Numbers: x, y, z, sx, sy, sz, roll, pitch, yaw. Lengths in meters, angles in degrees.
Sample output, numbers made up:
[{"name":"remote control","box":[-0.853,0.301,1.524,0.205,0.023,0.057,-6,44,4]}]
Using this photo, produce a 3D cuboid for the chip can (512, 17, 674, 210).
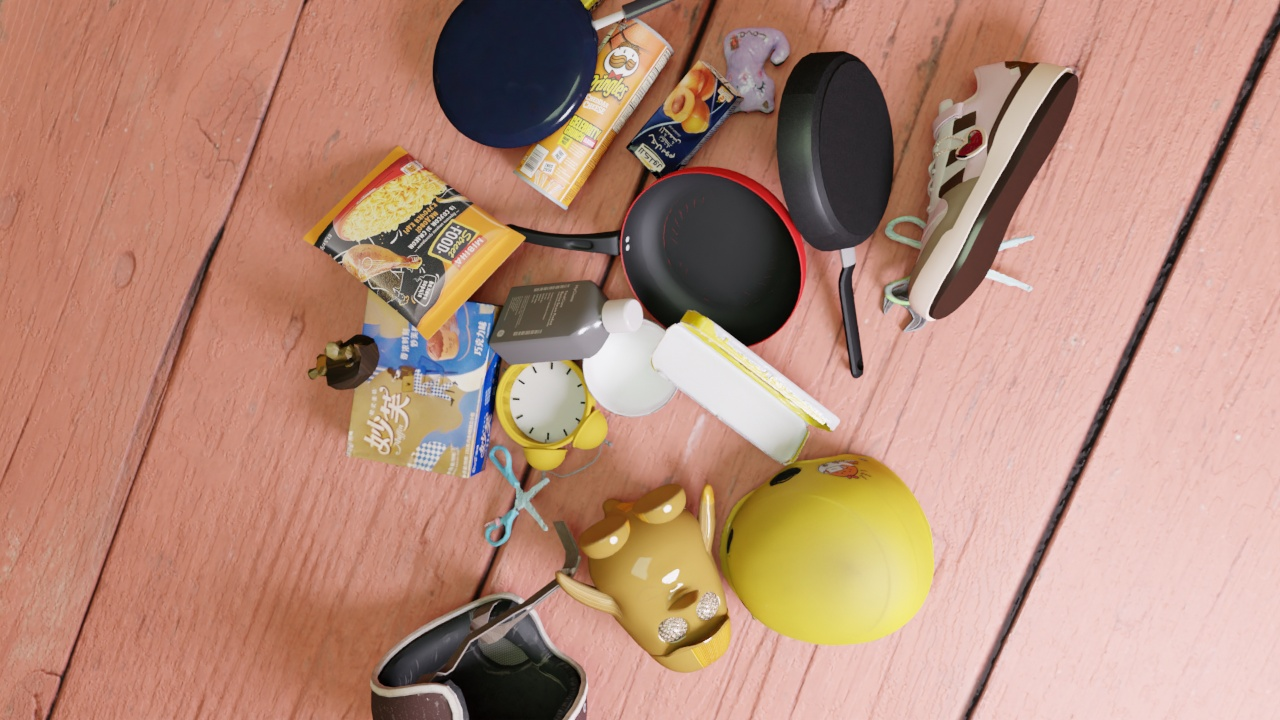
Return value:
[{"name":"chip can","box":[-0.054,-0.282,1.044,0.075,0.075,0.215,36,96,5]}]

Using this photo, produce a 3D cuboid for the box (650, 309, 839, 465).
[{"name":"box","box":[0.119,0.028,0.997,0.209,0.080,0.079,37,70,-14]}]

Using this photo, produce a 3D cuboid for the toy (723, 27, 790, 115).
[{"name":"toy","box":[0.129,-0.328,1.037,0.080,0.036,0.099,0,90,10]}]

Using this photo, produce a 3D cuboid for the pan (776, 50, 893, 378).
[{"name":"pan","box":[0.222,-0.146,0.975,0.044,0.203,0.356,3,114,38]}]

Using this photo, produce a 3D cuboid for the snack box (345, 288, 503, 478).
[{"name":"snack box","box":[-0.251,0.023,1.083,0.155,0.069,0.203,10,93,9]}]

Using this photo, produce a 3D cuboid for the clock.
[{"name":"clock","box":[-0.103,0.060,1.075,0.113,0.052,0.152,-28,83,8]}]

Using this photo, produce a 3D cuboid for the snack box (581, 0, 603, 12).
[{"name":"snack box","box":[-0.137,-0.454,1.066,0.121,0.045,0.181,-42,86,7]}]

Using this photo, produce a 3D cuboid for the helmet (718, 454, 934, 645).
[{"name":"helmet","box":[0.200,0.216,0.991,0.240,0.139,0.209,-16,89,8]}]

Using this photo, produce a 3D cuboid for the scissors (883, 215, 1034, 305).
[{"name":"scissors","box":[0.348,-0.103,1.016,0.170,0.028,0.139,20,91,10]}]

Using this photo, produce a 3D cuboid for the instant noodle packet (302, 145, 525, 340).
[{"name":"instant noodle packet","box":[-0.264,-0.142,1.061,0.221,0.032,0.159,37,77,21]}]

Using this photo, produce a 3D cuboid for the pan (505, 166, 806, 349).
[{"name":"pan","box":[0.012,-0.125,1.022,0.357,0.067,0.209,14,126,22]}]

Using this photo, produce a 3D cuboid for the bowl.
[{"name":"bowl","box":[-0.006,0.006,1.052,0.113,0.063,0.113,0,92,7]}]

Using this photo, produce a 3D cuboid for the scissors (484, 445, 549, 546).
[{"name":"scissors","box":[-0.153,0.158,1.084,0.135,0.015,0.135,-39,65,29]}]

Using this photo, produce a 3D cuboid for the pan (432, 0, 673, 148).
[{"name":"pan","box":[-0.071,-0.360,1.006,0.357,0.021,0.198,-18,81,14]}]

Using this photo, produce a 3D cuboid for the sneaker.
[{"name":"sneaker","box":[0.337,-0.189,0.972,0.116,0.111,0.294,28,93,31]}]

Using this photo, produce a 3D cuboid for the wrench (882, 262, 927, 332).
[{"name":"wrench","box":[0.347,-0.159,1.025,0.070,0.010,0.273,26,95,7]}]

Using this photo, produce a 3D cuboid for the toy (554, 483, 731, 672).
[{"name":"toy","box":[0.029,0.253,1.014,0.198,0.162,0.203,-29,99,-10]}]

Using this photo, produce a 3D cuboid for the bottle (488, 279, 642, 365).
[{"name":"bottle","box":[-0.079,-0.044,1.020,0.174,0.046,0.083,-3,56,33]}]

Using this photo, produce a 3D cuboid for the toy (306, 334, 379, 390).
[{"name":"toy","box":[-0.342,0.003,1.036,0.100,0.076,0.062,-9,135,28]}]

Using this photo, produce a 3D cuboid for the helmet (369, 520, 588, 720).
[{"name":"helmet","box":[-0.170,0.365,1.011,0.234,0.232,0.253,-20,99,22]}]

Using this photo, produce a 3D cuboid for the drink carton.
[{"name":"drink carton","box":[0.049,-0.266,1.032,0.064,0.040,0.130,46,113,5]}]
